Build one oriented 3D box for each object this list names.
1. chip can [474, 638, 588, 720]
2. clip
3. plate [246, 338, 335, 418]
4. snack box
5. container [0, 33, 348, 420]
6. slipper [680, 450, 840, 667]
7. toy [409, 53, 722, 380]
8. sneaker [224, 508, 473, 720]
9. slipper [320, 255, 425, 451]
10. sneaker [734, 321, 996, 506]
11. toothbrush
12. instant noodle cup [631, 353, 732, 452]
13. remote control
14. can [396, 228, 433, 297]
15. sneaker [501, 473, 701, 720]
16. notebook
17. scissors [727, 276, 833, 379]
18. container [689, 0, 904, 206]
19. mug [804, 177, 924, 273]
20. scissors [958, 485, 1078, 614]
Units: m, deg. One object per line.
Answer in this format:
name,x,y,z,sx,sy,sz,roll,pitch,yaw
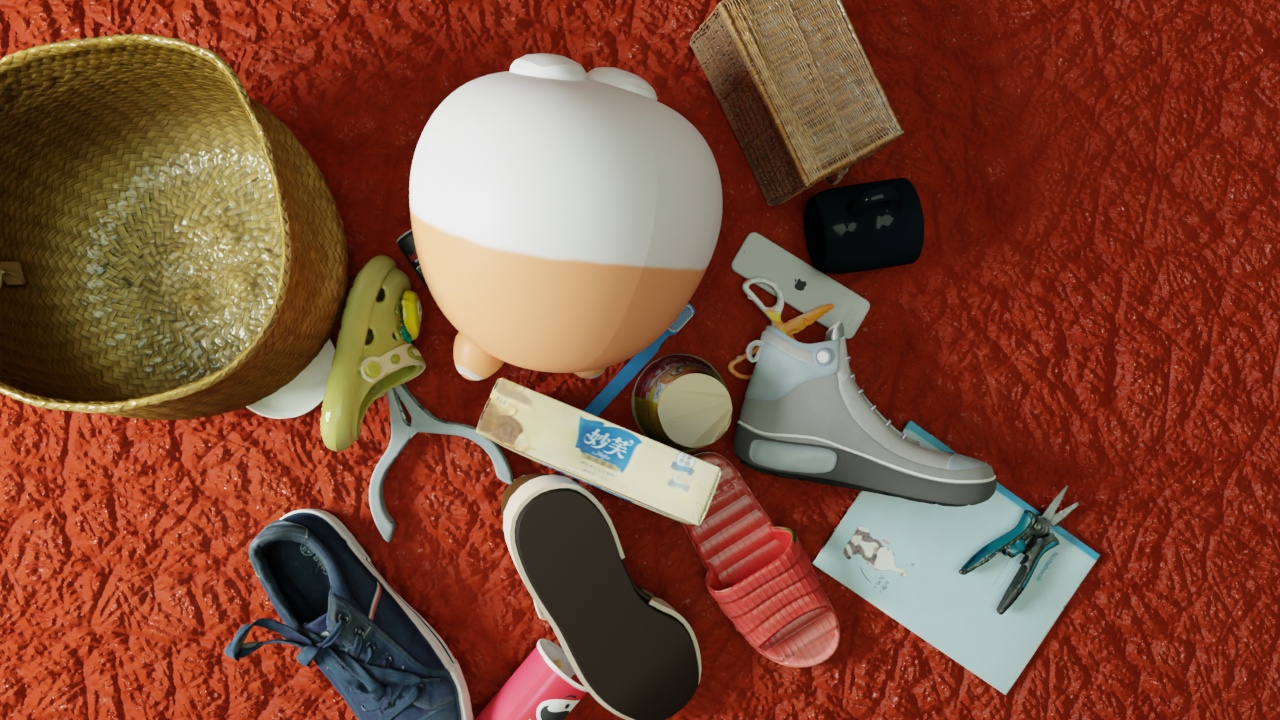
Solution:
chip can,-0.143,0.378,0.888,0.069,0.069,0.220,41,88,-4
clip,-0.186,0.096,0.902,0.164,0.031,0.169,3,92,-7
plate,-0.344,0.004,0.887,0.104,0.026,0.104,0,90,-5
snack box,-0.036,0.087,0.834,0.207,0.153,0.055,22,81,4
container,-0.414,-0.095,0.781,0.307,0.196,0.306,0,83,-1
slipper,0.113,0.204,0.912,0.103,0.059,0.249,-35,92,-4
toy,-0.071,-0.115,0.799,0.262,0.266,0.281,0,111,-36
sneaker,-0.263,0.268,0.830,0.120,0.127,0.294,-36,86,0
slipper,-0.239,-0.006,0.845,0.081,0.092,0.190,13,70,-7
sneaker,0.225,0.049,0.895,0.257,0.093,0.160,9,88,0
toothbrush,-0.005,0.005,0.920,0.016,0.014,0.166,43,88,-4
instant noodle cup,0.045,0.042,0.876,0.100,0.112,0.100,0,89,-4
remote control,0.163,-0.076,0.935,0.146,0.008,0.045,31,89,-4
can,-0.202,-0.090,0.894,0.031,0.031,0.080,-34,93,-4
sneaker,-0.049,0.226,0.890,0.111,0.116,0.294,-38,113,-11
notebook,0.330,0.205,0.953,0.253,0.009,0.181,34,88,-5
scissors,0.138,-0.030,0.928,0.125,0.011,0.131,-29,100,0
container,0.147,-0.261,0.879,0.112,0.114,0.198,-26,95,-9
mug,0.217,-0.135,0.883,0.094,0.122,0.085,-9,75,-4
scissors,0.392,0.197,0.943,0.151,0.019,0.119,-9,91,-7
